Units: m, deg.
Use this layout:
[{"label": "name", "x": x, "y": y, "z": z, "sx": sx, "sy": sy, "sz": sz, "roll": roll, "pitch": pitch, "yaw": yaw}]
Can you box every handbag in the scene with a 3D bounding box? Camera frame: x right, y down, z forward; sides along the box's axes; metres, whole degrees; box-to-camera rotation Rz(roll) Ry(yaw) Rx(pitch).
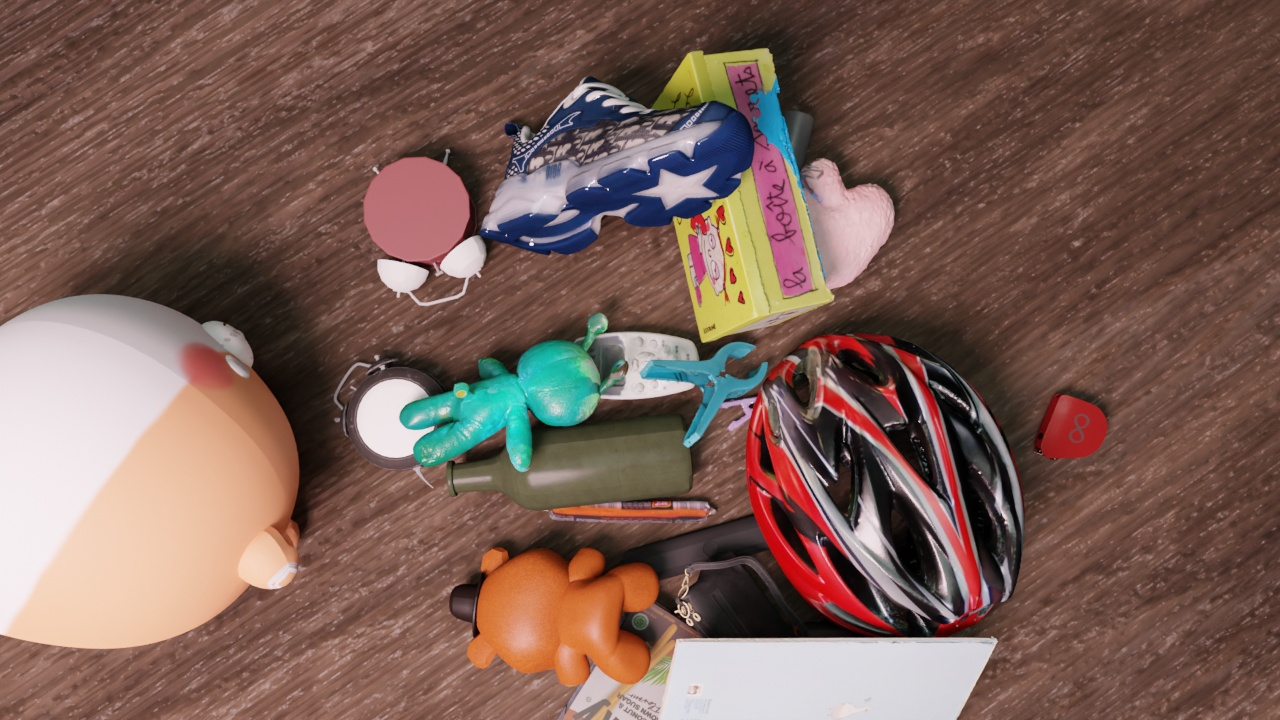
[{"label": "handbag", "x": 0.082, "y": 0.221, "z": 0.765, "sx": 0.078, "sy": 0.054, "sz": 0.128, "roll": -32, "pitch": 85, "yaw": -45}]

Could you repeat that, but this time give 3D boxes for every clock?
[{"label": "clock", "x": -0.191, "y": -0.118, "z": 0.811, "sx": 0.096, "sy": 0.048, "sz": 0.137, "roll": -14, "pitch": 86, "yaw": -2}, {"label": "clock", "x": -0.214, "y": 0.048, "z": 0.802, "sx": 0.123, "sy": 0.044, "sz": 0.091, "roll": 31, "pitch": 86, "yaw": 1}]

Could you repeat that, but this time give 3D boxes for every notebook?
[{"label": "notebook", "x": 0.139, "y": 0.282, "z": 0.737, "sx": 0.253, "sy": 0.009, "sz": 0.181, "roll": 3, "pitch": 125, "yaw": -10}]

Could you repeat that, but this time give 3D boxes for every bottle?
[{"label": "bottle", "x": 0.129, "y": -0.166, "z": 0.828, "sx": 0.030, "sy": 0.030, "sz": 0.113, "roll": 14, "pitch": 86, "yaw": 0}, {"label": "bottle", "x": -0.061, "y": 0.090, "z": 0.788, "sx": 0.207, "sy": 0.071, "sz": 0.071, "roll": -6, "pitch": 86, "yaw": -1}]

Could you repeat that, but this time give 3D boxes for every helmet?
[{"label": "helmet", "x": 0.203, "y": 0.095, "z": 0.760, "sx": 0.217, "sy": 0.167, "sz": 0.272, "roll": -20, "pitch": 74, "yaw": -11}]

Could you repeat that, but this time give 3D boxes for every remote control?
[{"label": "remote control", "x": 0.058, "y": 0.167, "z": 0.812, "sx": 0.147, "sy": 0.015, "sz": 0.033, "roll": -15, "pitch": 86, "yaw": -2}, {"label": "remote control", "x": -0.005, "y": 0.005, "z": 0.816, "sx": 0.114, "sy": 0.028, "sz": 0.060, "roll": 1, "pitch": 86, "yaw": 0}]

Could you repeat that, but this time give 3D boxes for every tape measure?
[{"label": "tape measure", "x": 0.161, "y": 0.257, "z": 0.796, "sx": 0.058, "sy": 0.038, "sz": 0.058, "roll": 0, "pitch": 86, "yaw": -1}, {"label": "tape measure", "x": 0.386, "y": 0.064, "z": 0.823, "sx": 0.051, "sy": 0.019, "sz": 0.059, "roll": 21, "pitch": 93, "yaw": -2}]

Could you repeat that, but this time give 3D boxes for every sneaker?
[{"label": "sneaker", "x": -0.027, "y": -0.176, "z": 0.740, "sx": 0.103, "sy": 0.270, "sz": 0.132, "roll": 13, "pitch": 73, "yaw": -44}]

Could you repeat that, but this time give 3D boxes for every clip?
[{"label": "clip", "x": 0.068, "y": 0.026, "z": 0.784, "sx": 0.119, "sy": 0.027, "sz": 0.103, "roll": -28, "pitch": 84, "yaw": -40}, {"label": "clip", "x": 0.091, "y": 0.040, "z": 0.823, "sx": 0.045, "sy": 0.014, "sz": 0.051, "roll": 40, "pitch": 90, "yaw": 5}]

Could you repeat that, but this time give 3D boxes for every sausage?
[{"label": "sausage", "x": -0.010, "y": 0.133, "z": 0.812, "sx": 0.155, "sy": 0.020, "sz": 0.020, "roll": 1, "pitch": 86, "yaw": -1}]

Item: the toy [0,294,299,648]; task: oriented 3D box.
[{"label": "toy", "x": -0.388, "y": 0.085, "z": 0.694, "sx": 0.280, "sy": 0.263, "sz": 0.265, "roll": 34, "pitch": 78, "yaw": -16}]

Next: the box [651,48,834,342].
[{"label": "box", "x": 0.078, "y": -0.137, "z": 0.775, "sx": 0.080, "sy": 0.124, "sz": 0.221, "roll": -14, "pitch": 88, "yaw": -18}]

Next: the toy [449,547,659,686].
[{"label": "toy", "x": -0.075, "y": 0.209, "z": 0.766, "sx": 0.176, "sy": 0.096, "sz": 0.112, "roll": 8, "pitch": 72, "yaw": 4}]

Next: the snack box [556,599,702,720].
[{"label": "snack box", "x": -0.008, "y": 0.306, "z": 0.793, "sx": 0.101, "sy": 0.031, "sz": 0.186, "roll": 33, "pitch": 86, "yaw": 1}]

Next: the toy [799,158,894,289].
[{"label": "toy", "x": 0.168, "y": -0.124, "z": 0.808, "sx": 0.108, "sy": 0.053, "sz": 0.105, "roll": -45, "pitch": 102, "yaw": -7}]

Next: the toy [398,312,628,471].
[{"label": "toy", "x": -0.102, "y": 0.026, "z": 0.759, "sx": 0.193, "sy": 0.072, "sz": 0.130, "roll": -22, "pitch": 50, "yaw": -12}]
